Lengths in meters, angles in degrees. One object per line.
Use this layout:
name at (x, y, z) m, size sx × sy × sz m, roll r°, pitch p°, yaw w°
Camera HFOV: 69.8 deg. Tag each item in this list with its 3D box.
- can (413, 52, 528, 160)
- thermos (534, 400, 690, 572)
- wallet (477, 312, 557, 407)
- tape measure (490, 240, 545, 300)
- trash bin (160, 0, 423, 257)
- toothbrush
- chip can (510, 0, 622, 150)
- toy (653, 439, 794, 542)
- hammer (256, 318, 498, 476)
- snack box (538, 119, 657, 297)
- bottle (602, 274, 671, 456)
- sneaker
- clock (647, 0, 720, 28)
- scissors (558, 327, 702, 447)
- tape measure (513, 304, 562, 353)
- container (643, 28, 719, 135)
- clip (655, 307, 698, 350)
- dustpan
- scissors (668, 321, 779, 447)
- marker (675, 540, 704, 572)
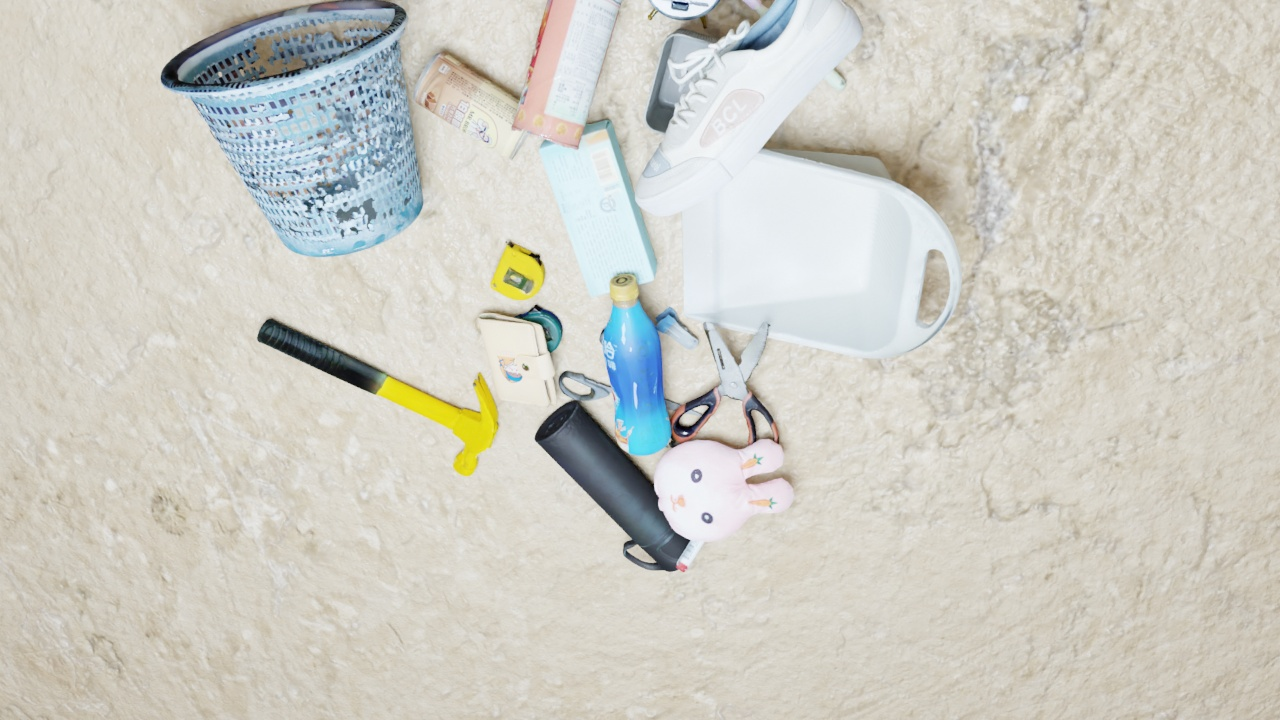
can at (-0.167, -0.258, 0.933) m, size 0.116 × 0.058 × 0.059 m, roll 31°, pitch 114°, yaw -9°
thermos at (-0.033, 0.164, 1.117) m, size 0.090 × 0.068 × 0.242 m, roll -36°, pitch 108°, yaw 13°
wallet at (-0.139, 0.002, 1.055) m, size 0.087 × 0.024 × 0.115 m, roll 8°, pitch 125°, yaw 23°
tape measure at (-0.136, -0.095, 1.025) m, size 0.057 × 0.028 × 0.060 m, roll 25°, pitch 115°, yaw -8°
trash bin at (-0.311, -0.219, 0.897) m, size 0.227 × 0.226 × 0.195 m, roll -5°, pitch 128°, yaw 7°
toothbrush at (0.136, -0.315, 0.871) m, size 0.189 × 0.029 × 0.020 m, roll 32°, pitch 160°, yaw -32°
chip can at (-0.060, -0.312, 0.866) m, size 0.071 × 0.071 × 0.215 m, roll 17°, pitch 103°, yaw -3°
toy at (0.096, 0.147, 1.081) m, size 0.159 × 0.054 × 0.121 m, roll -16°, pitch 90°, yaw 7°
hammer at (-0.310, 0.028, 1.098) m, size 0.300 × 0.032 × 0.129 m, roll 26°, pitch 114°, yaw -8°
snack box at (-0.042, -0.159, 0.974) m, size 0.074 × 0.051 × 0.175 m, roll -14°, pitch 113°, yaw 12°
bottle at (-0.006, 0.006, 1.016) m, size 0.065 × 0.065 × 0.219 m, roll -2°, pitch 125°, yaw 6°
sneaker at (0.070, -0.227, 0.779) m, size 0.090 × 0.089 × 0.243 m, roll 37°, pitch 110°, yaw -29°
clock at (0.044, -0.378, 0.860) m, size 0.082 × 0.055 × 0.122 m, roll 9°, pitch 116°, yaw 1°
scissors at (-0.012, 0.033, 1.087) m, size 0.180 × 0.014 × 0.160 m, roll 3°, pitch 119°, yaw 1°
tape measure at (-0.118, -0.032, 1.056) m, size 0.055 × 0.025 × 0.058 m, roll -24°, pitch 112°, yaw 16°
container at (0.059, -0.265, 0.880) m, size 0.090 × 0.114 × 0.090 m, roll 16°, pitch 116°, yaw -3°
clip at (0.043, -0.033, 1.046) m, size 0.058 × 0.043 × 0.027 m, roll 40°, pitch 111°, yaw -18°
dustpan at (0.172, -0.099, 0.917) m, size 0.258 × 0.142 × 0.223 m, roll -3°, pitch 128°, yaw 2°
scissors at (0.105, 0.044, 1.054) m, size 0.189 × 0.015 × 0.228 m, roll 32°, pitch 127°, yaw -19°
marker at (0.086, 0.192, 1.114) m, size 0.017 × 0.017 × 0.145 m, roll 33°, pitch 86°, yaw -11°
